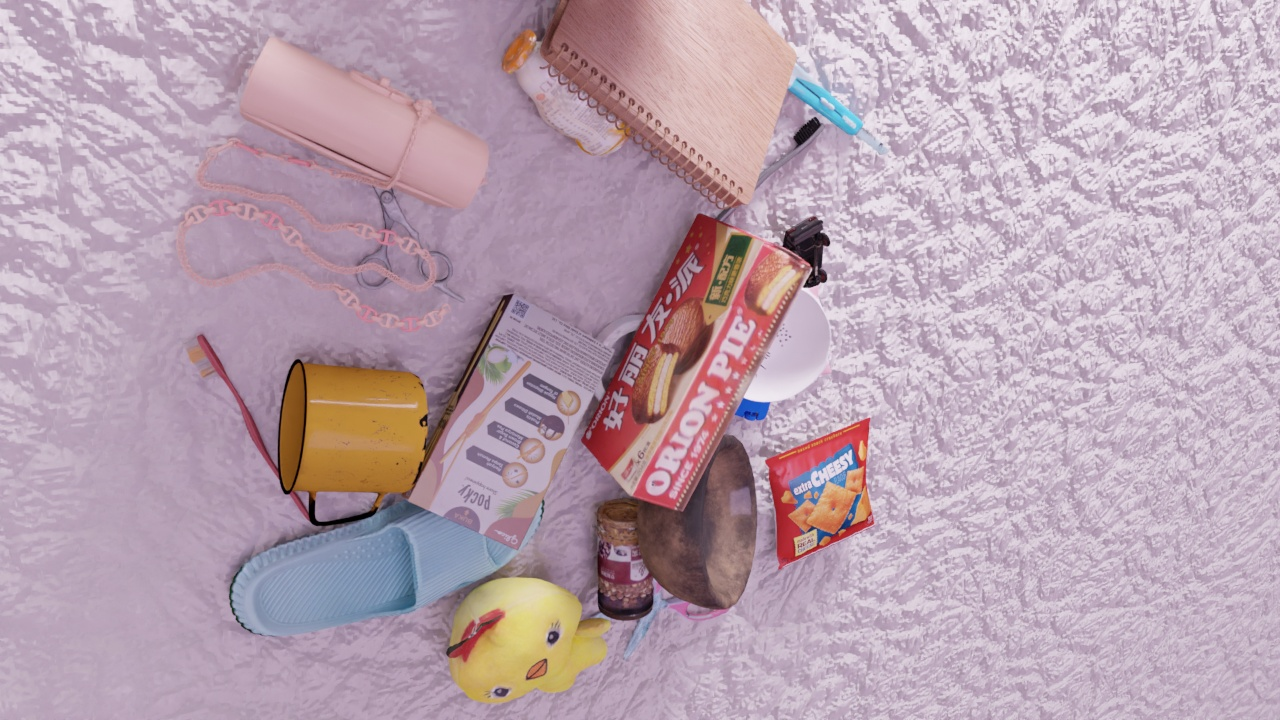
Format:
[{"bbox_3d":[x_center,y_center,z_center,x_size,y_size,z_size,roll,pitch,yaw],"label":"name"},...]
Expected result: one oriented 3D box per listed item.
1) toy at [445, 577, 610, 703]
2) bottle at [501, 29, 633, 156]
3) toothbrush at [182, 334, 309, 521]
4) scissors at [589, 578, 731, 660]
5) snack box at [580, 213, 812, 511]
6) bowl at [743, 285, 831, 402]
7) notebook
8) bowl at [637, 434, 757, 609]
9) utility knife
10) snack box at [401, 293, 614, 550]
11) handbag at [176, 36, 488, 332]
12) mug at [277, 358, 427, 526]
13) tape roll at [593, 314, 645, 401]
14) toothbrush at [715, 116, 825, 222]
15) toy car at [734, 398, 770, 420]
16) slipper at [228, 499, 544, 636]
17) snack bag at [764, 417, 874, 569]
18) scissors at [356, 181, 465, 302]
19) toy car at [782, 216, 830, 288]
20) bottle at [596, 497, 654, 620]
[{"bbox_3d":[-0.105,0.268,0.869,0.134,0.092,0.207,-42,132,2],"label":"toy"},{"bbox_3d":[-0.054,-0.207,0.707,0.108,0.063,0.063,31,95,-32],"label":"bottle"},{"bbox_3d":[-0.305,0.060,0.723,0.015,0.015,0.184,-26,121,-12],"label":"toothbrush"},{"bbox_3d":[0.027,0.238,0.964,0.170,0.013,0.175,-6,114,-20],"label":"scissors"},{"bbox_3d":[0.043,-0.001,0.788,0.060,0.113,0.236,23,100,-31],"label":"snack box"},{"bbox_3d":[0.117,-0.022,0.867,0.114,0.050,0.115,-2,106,-8],"label":"bowl"},{"bbox_3d":[0.030,-0.236,0.719,0.210,0.022,0.168,31,68,-33],"label":"notebook"},{"bbox_3d":[0.053,0.150,0.869,0.162,0.070,0.162,-2,90,-65],"label":"bowl"},{"bbox_3d":[0.183,-0.229,0.846,0.148,0.015,0.022,23,102,-34],"label":"utility knife"},{"bbox_3d":[-0.108,0.050,0.765,0.101,0.032,0.185,29,79,-22],"label":"snack box"},{"bbox_3d":[-0.199,-0.101,0.632,0.198,0.116,0.187,22,97,-25],"label":"handbag"},{"bbox_3d":[-0.222,0.065,0.708,0.094,0.101,0.123,6,79,-30],"label":"mug"},{"bbox_3d":[-0.005,0.005,0.846,0.093,0.018,0.094,-10,114,-23],"label":"tape roll"},{"bbox_3d":[0.106,-0.161,0.836,0.167,0.013,0.013,-45,115,-3],"label":"toothbrush"},{"bbox_3d":[0.100,0.032,0.914,0.092,0.061,0.033,13,109,1],"label":"toy car"},{"bbox_3d":[-0.207,0.174,0.789,0.275,0.069,0.116,-17,120,-19],"label":"slipper"},{"bbox_3d":[0.196,0.143,0.991,0.130,0.039,0.144,-19,118,-18],"label":"snack bag"},{"bbox_3d":[-0.181,-0.116,0.708,0.120,0.014,0.160,8,109,-18],"label":"scissors"},{"bbox_3d":[0.151,-0.097,0.864,0.040,0.037,0.092,-30,146,-14],"label":"toy car"},{"bbox_3d":[-0.014,0.193,0.892,0.056,0.056,0.105,-7,109,-24],"label":"bottle"}]
